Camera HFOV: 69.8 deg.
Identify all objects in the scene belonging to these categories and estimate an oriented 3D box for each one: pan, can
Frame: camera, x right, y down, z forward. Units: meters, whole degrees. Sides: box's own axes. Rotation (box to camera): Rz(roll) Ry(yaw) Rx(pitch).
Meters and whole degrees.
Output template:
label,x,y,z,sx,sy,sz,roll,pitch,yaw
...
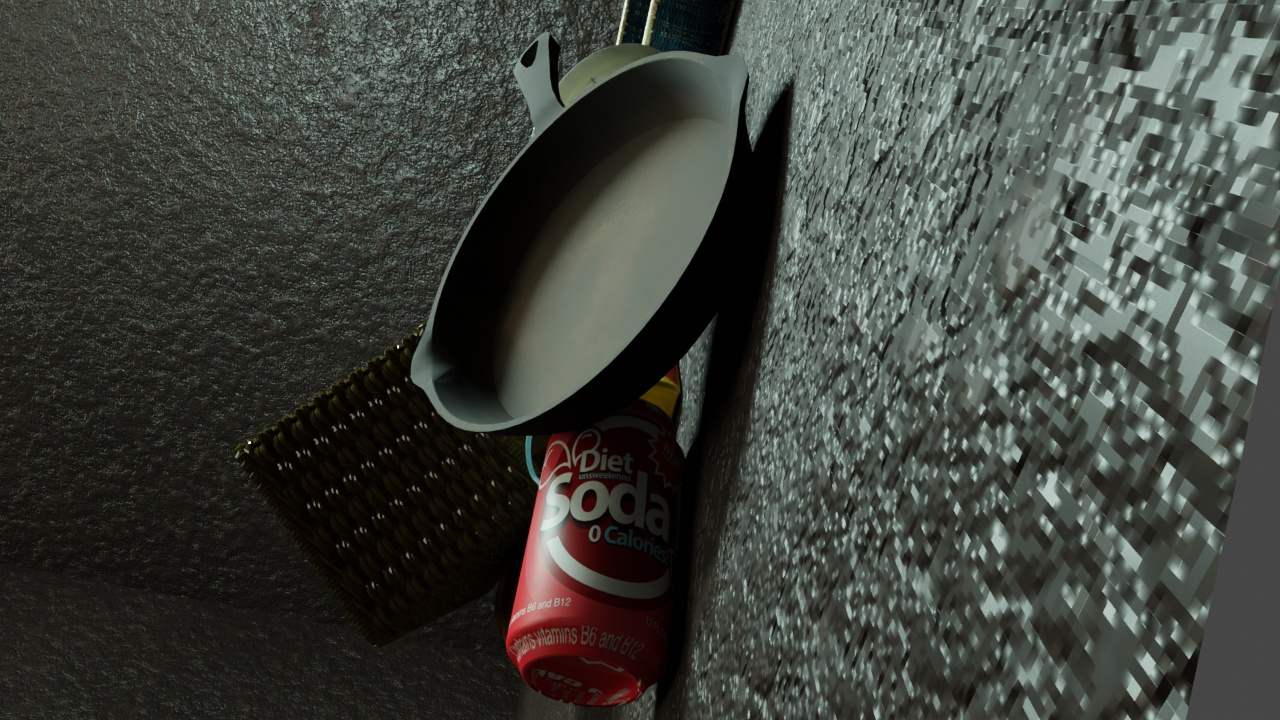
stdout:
label,x,y,z,sx,sy,sz,roll,pitch,yaw
pan,-0.037,-0.100,0.536,0.249,0.043,0.355,-39,38,22
can,-0.018,0.091,0.454,0.075,0.074,0.142,107,174,-48

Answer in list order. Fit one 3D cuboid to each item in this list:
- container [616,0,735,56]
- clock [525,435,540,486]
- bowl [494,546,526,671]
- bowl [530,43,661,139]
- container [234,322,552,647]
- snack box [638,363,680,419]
label,x,y,z,sx,sy,sz,roll,pitch,yaw
container,0.022,-0.273,0.824,0.145,0.071,0.188,-107,27,-60
clock,-0.036,0.074,0.570,0.123,0.041,0.087,28,113,40
bowl,-0.084,0.206,0.780,0.147,0.069,0.147,6,-91,-80
bowl,-0.001,-0.153,0.723,0.058,0.176,0.177,34,120,41
container,-0.144,0.086,0.790,0.205,0.176,0.321,-39,-9,-1
snack box,-0.016,0.090,0.647,0.092,0.042,0.201,-90,13,-71
